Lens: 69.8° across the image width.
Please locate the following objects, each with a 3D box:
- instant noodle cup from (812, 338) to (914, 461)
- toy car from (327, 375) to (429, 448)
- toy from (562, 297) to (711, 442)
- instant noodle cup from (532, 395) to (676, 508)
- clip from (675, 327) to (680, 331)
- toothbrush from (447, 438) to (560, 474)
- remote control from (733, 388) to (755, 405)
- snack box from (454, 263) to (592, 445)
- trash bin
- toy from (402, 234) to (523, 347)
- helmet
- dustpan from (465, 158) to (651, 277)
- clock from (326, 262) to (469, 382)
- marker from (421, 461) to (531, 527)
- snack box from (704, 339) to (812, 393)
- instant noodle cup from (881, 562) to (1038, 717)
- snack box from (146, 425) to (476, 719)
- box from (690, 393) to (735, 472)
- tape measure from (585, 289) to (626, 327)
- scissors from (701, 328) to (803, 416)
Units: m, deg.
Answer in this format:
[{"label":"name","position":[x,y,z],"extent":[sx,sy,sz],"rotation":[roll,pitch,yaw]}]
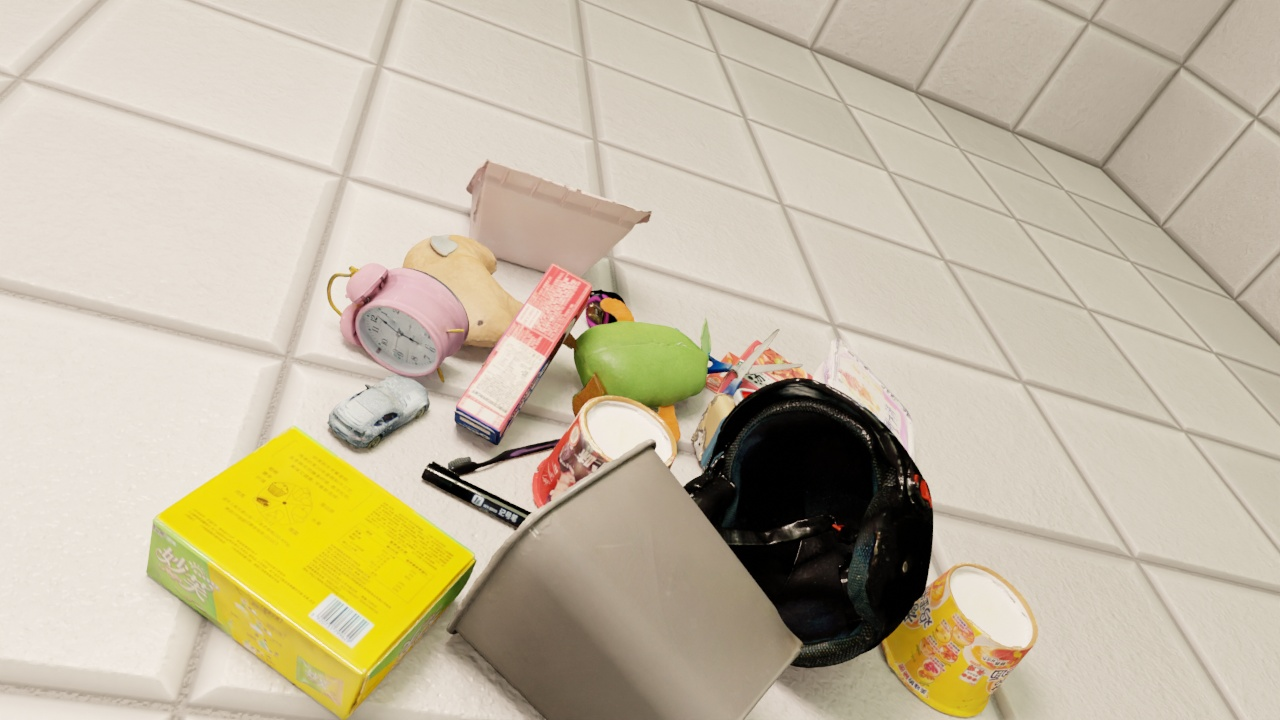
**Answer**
[{"label":"instant noodle cup","position":[0.298,0.068,1.254],"extent":[0.173,0.060,0.137],"rotation":[46,31,-15]},{"label":"toy car","position":[-0.267,0.049,0.947],"extent":[0.054,0.037,0.120],"rotation":[35,32,12]},{"label":"toy","position":[-0.007,0.007,1.132],"extent":[0.246,0.090,0.226],"rotation":[0,57,-39]},{"label":"instant noodle cup","position":[-0.033,0.111,0.960],"extent":[0.138,0.109,0.137],"rotation":[18,36,-14]},{"label":"clip","position":[0.047,-0.017,1.263],"extent":[0.013,0.038,0.055],"rotation":[15,46,-17]},{"label":"toothbrush","position":[-0.130,0.098,0.997],"extent":[0.188,0.014,0.017],"rotation":[-11,38,-43]},{"label":"remote control","position":[0.176,0.062,1.090],"extent":[0.135,0.020,0.055],"rotation":[9,34,-23]},{"label":"snack box","position":[-0.129,-0.008,1.014],"extent":[0.058,0.057,0.207],"rotation":[30,66,1]},{"label":"trash bin","position":[-0.007,0.223,0.774],"extent":[0.220,0.199,0.198],"rotation":[46,39,13]},{"label":"toy","position":[-0.200,-0.064,1.102],"extent":[0.143,0.083,0.226],"rotation":[-17,56,-34]},{"label":"helmet","position":[0.173,0.160,0.913],"extent":[0.234,0.274,0.229],"rotation":[1,-7,34]},{"label":"dustpan","position":[-0.131,-0.220,1.248],"extent":[0.222,0.274,0.138],"rotation":[17,60,-21]},{"label":"clock","position":[-0.269,-0.047,1.002],"extent":[0.158,0.117,0.059],"rotation":[29,45,-2]},{"label":"marker","position":[-0.157,0.139,0.919],"extent":[0.132,0.020,0.022],"rotation":[27,34,0]},{"label":"snack box","position":[0.165,0.028,1.265],"extent":[0.127,0.044,0.113],"rotation":[33,34,8]},{"label":"instant noodle cup","position":[0.347,0.293,0.985],"extent":[0.138,0.110,0.137],"rotation":[18,36,-14]},{"label":"snack box","position":[-0.267,0.167,0.759],"extent":[0.210,0.070,0.157],"rotation":[33,34,8]},{"label":"box","position":[0.160,0.100,1.126],"extent":[0.184,0.090,0.059],"rotation":[10,34,-18]},{"label":"tape measure","position":[-0.048,-0.064,1.225],"extent":[0.039,0.057,0.058],"rotation":[-11,27,-41]},{"label":"scissors","position":[0.123,0.019,1.202],"extent":[0.176,0.012,0.162],"rotation":[7,57,27]}]
